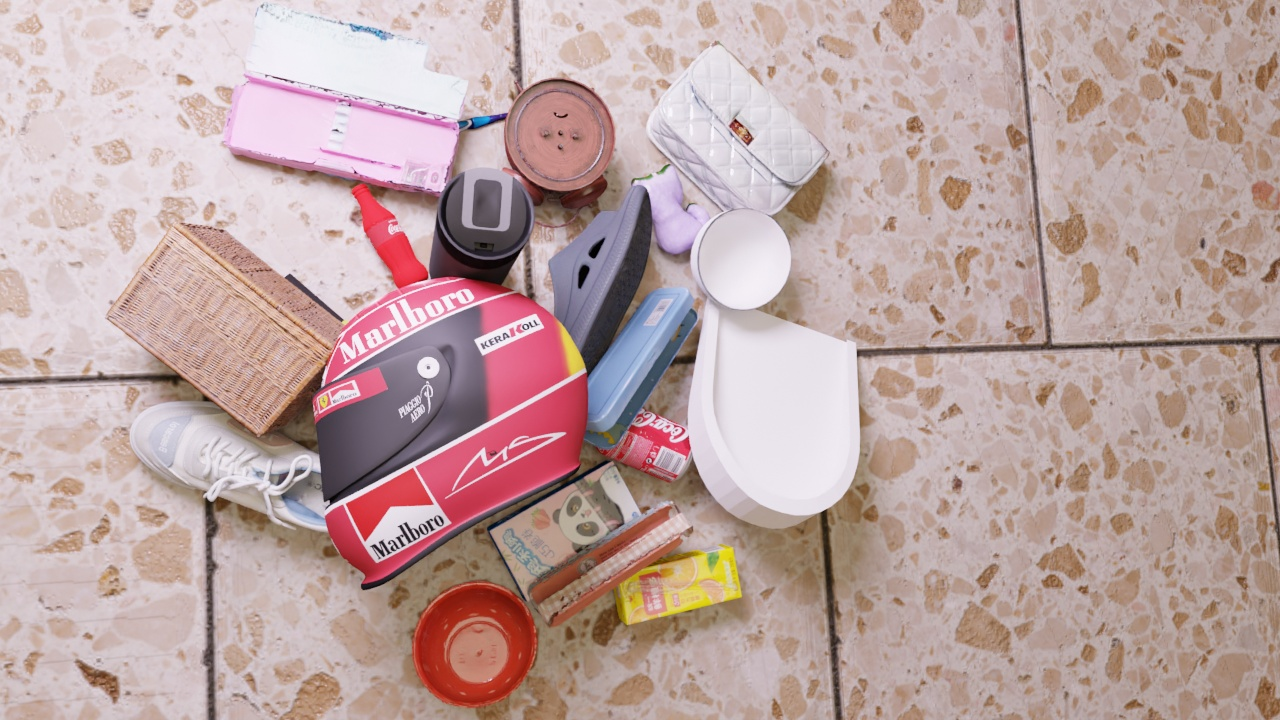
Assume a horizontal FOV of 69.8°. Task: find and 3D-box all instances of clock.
[{"bbox_3d":[-0.093,-0.224,0.995,0.120,0.072,0.157,1,94,-15],"label":"clock"}]

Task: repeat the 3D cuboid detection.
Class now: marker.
[{"bbox_3d":[-0.321,-0.045,0.952,0.124,0.021,0.017,42,76,-6],"label":"marker"}]

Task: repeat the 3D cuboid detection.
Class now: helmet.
[{"bbox_3d":[-0.182,0.043,0.835,0.270,0.198,0.224,-28,91,-12],"label":"helmet"}]

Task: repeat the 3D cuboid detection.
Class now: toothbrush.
[{"bbox_3d":[-0.188,-0.263,1.010,0.188,0.017,0.016,-18,90,-16],"label":"toothbrush"}]

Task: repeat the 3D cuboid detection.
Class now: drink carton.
[{"bbox_3d":[0.039,0.245,1.005,0.134,0.043,0.058,-9,88,-15],"label":"drink carton"}]

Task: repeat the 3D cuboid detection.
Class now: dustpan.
[{"bbox_3d":[0.153,0.052,1.005,0.191,0.053,0.257,19,61,-12],"label":"dustpan"}]

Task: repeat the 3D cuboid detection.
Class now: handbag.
[{"bbox_3d":[0.114,-0.259,1.059,0.195,0.072,0.138,42,75,-7],"label":"handbag"}]

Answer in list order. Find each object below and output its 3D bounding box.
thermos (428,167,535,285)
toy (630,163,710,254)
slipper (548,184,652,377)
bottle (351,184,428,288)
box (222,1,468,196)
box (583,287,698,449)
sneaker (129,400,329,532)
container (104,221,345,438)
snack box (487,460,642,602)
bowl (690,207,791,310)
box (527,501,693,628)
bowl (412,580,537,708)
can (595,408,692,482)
[{"bbox_3d":[-0.159,-0.112,0.887,0.082,0.241,0.082,2,84,-15],"label":"thermos"},{"bbox_3d":[0.037,-0.174,1.051,0.080,0.037,0.099,-29,97,-25],"label":"toy"},{"bbox_3d":[-0.062,-0.067,0.991,0.083,0.110,0.268,20,83,14],"label":"slipper"},{"bbox_3d":[-0.267,-0.131,0.967,0.036,0.036,0.119,-31,92,-15],"label":"bottle"},{"bbox_3d":[-0.302,-0.271,0.961,0.230,0.035,0.159,12,85,-8],"label":"box"},{"bbox_3d":[-0.005,0.008,0.990,0.209,0.068,0.059,-55,132,-32],"label":"box"},{"bbox_3d":[-0.374,0.103,0.889,0.242,0.091,0.089,24,80,-10],"label":"sneaker"},{"bbox_3d":[-0.383,-0.030,0.880,0.198,0.114,0.113,40,92,-5],"label":"container"},{"bbox_3d":[-0.078,0.181,0.987,0.154,0.033,0.088,-29,91,-15],"label":"snack box"},{"bbox_3d":[0.107,-0.115,1.040,0.113,0.063,0.113,-2,98,-17],"label":"bowl"},{"bbox_3d":[-0.032,0.210,0.965,0.187,0.056,0.064,-28,54,-18],"label":"box"},{"bbox_3d":[-0.168,0.296,0.945,0.130,0.045,0.130,1,84,-14],"label":"bowl"},{"bbox_3d":[0.002,0.087,1.000,0.104,0.064,0.064,24,79,-11],"label":"can"}]
